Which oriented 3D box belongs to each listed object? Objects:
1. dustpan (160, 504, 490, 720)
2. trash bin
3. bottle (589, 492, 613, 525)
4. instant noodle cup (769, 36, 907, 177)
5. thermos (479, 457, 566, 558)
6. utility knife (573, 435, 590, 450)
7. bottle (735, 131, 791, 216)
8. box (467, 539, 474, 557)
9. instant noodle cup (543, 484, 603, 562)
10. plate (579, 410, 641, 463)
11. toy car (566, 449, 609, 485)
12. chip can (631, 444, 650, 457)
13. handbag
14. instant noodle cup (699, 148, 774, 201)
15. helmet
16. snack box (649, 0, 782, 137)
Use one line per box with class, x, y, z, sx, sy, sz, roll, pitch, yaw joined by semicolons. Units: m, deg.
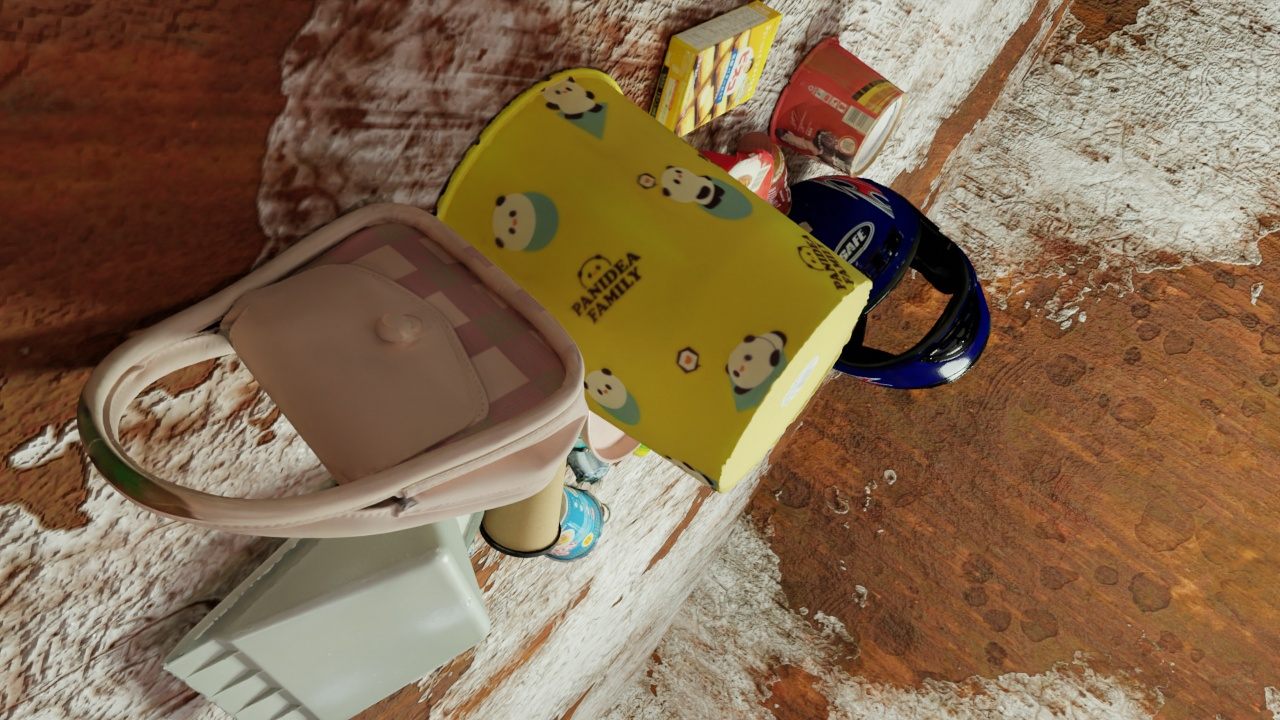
dustpan;-0.232;0.181;0.780;0.257;0.142;0.223;-23;142;-11
trash bin;0.012;-0.051;0.677;0.229;0.255;0.230;-47;161;-22
bottle;-0.079;0.215;1.297;0.060;0.060;0.206;-53;164;-1
instant noodle cup;0.230;-0.283;1.060;0.137;0.108;0.138;-47;162;-21
thermos;-0.123;0.145;1.004;0.092;0.093;0.143;-31;143;-52
utility knife;-0.080;0.099;1.141;0.029;0.013;0.218;-54;163;4
bottle;0.140;-0.208;1.052;0.057;0.057;0.175;-53;163;-1
box;-0.237;0.233;0.951;0.163;0.051;0.068;-42;170;-30
instant noodle cup;-0.107;0.190;1.129;0.099;0.099;0.110;-52;155;-7
plate;-0.006;0.006;1.045;0.228;0.028;0.230;-47;149;-41
toy car;-0.068;0.135;1.180;0.034;0.043;0.090;-29;165;11
chip can;0.037;0.017;1.192;0.221;0.072;0.072;-57;163;10
handbag;-0.164;0.014;0.484;0.233;0.193;0.094;-24;145;-41
instant noodle cup;0.057;-0.144;0.945;0.193;0.066;0.194;-47;162;-20
helmet;0.271;-0.111;1.179;0.240;0.315;0.247;37;90;-39
snack box;0.066;-0.256;0.806;0.140;0.034;0.087;-41;159;-42
